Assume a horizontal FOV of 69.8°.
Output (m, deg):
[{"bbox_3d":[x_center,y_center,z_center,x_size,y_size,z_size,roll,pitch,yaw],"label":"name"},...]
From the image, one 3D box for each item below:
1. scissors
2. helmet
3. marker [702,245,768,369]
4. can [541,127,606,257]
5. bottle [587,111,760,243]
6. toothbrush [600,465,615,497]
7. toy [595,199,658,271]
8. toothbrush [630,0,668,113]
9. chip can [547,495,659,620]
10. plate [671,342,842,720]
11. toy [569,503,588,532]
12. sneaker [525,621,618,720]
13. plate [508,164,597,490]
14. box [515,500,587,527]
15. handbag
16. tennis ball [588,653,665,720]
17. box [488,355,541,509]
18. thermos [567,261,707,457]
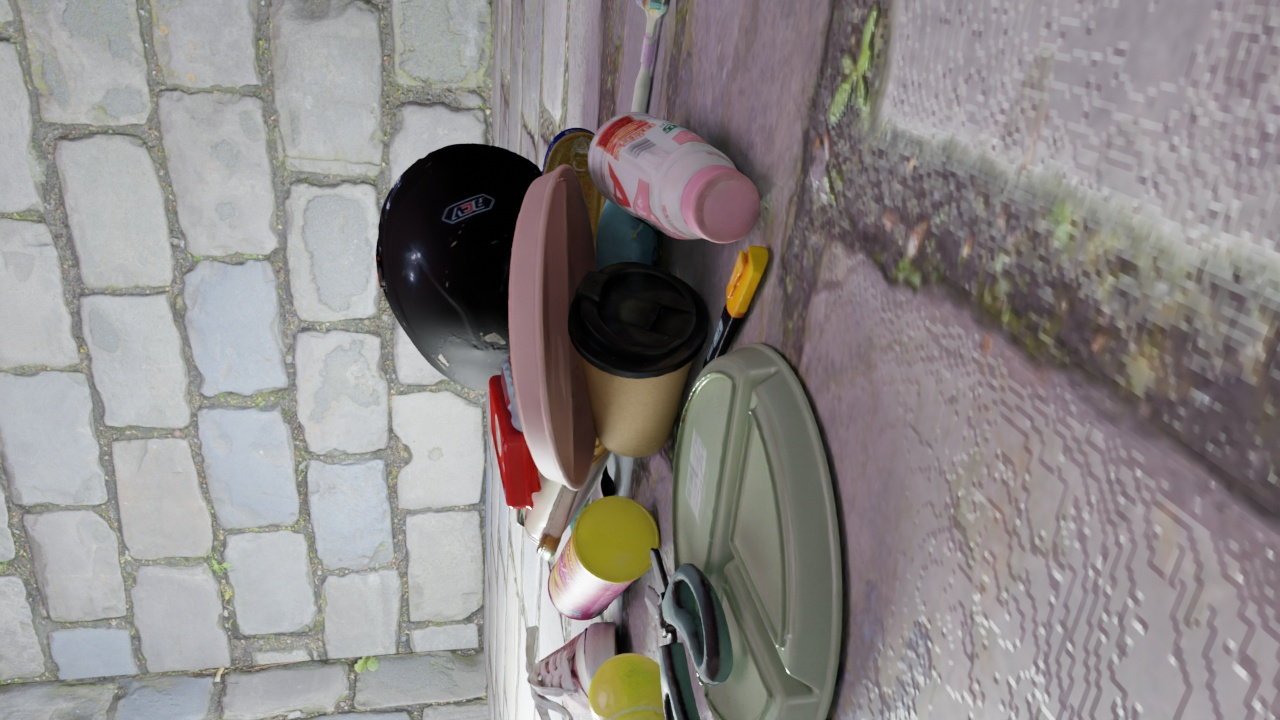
[{"bbox_3d":[0.023,0.188,0.556,0.177,0.019,0.172,180,88,-77],"label":"scissors"},{"bbox_3d":[-0.174,-0.101,1.038,0.275,0.233,0.230,80,168,-53],"label":"helmet"},{"bbox_3d":[0.052,-0.025,0.544,0.124,0.015,0.018,106,164,-56],"label":"marker"},{"bbox_3d":[-0.065,-0.156,0.919,0.049,0.074,0.148,-112,25,-66],"label":"can"},{"bbox_3d":[0.020,-0.114,0.579,0.197,0.068,0.068,-131,41,-64],"label":"bottle"},{"bbox_3d":[-0.046,0.081,0.980,0.189,0.014,0.018,-104,9,-46],"label":"toothbrush"},{"bbox_3d":[-0.011,-0.099,0.742,0.156,0.050,0.161,100,169,-77],"label":"toy"},{"bbox_3d":[-0.002,-0.215,0.765,0.020,0.029,0.190,-45,-24,-41],"label":"toothbrush"},{"bbox_3d":[-0.040,0.185,0.830,0.211,0.071,0.071,116,150,-63],"label":"chip can"},{"bbox_3d":[0.055,0.105,0.517,0.230,0.027,0.230,179,91,-77],"label":"plate"},{"bbox_3d":[-0.066,0.206,1.047,0.097,0.030,0.091,99,171,-63],"label":"toy"},{"bbox_3d":[-0.073,0.326,0.943,0.242,0.087,0.118,114,153,-63],"label":"sneaker"},{"bbox_3d":[-0.057,-0.023,0.656,0.229,0.028,0.229,1,-92,-84],"label":"plate"},{"bbox_3d":[-0.101,0.109,1.059,0.063,0.089,0.185,-107,23,-54],"label":"box"},{"bbox_3d":[-0.066,0.115,0.857,0.164,0.063,0.178,116,169,-48],"label":"handbag"},{"bbox_3d":[-0.008,0.260,0.709,0.065,0.065,0.065,179,91,-77],"label":"tennis ball"},{"bbox_3d":[-0.112,0.040,0.887,0.201,0.063,0.160,-126,54,-69],"label":"box"},{"bbox_3d":[-0.004,0.004,0.643,0.143,0.093,0.093,94,168,-52],"label":"thermos"}]
